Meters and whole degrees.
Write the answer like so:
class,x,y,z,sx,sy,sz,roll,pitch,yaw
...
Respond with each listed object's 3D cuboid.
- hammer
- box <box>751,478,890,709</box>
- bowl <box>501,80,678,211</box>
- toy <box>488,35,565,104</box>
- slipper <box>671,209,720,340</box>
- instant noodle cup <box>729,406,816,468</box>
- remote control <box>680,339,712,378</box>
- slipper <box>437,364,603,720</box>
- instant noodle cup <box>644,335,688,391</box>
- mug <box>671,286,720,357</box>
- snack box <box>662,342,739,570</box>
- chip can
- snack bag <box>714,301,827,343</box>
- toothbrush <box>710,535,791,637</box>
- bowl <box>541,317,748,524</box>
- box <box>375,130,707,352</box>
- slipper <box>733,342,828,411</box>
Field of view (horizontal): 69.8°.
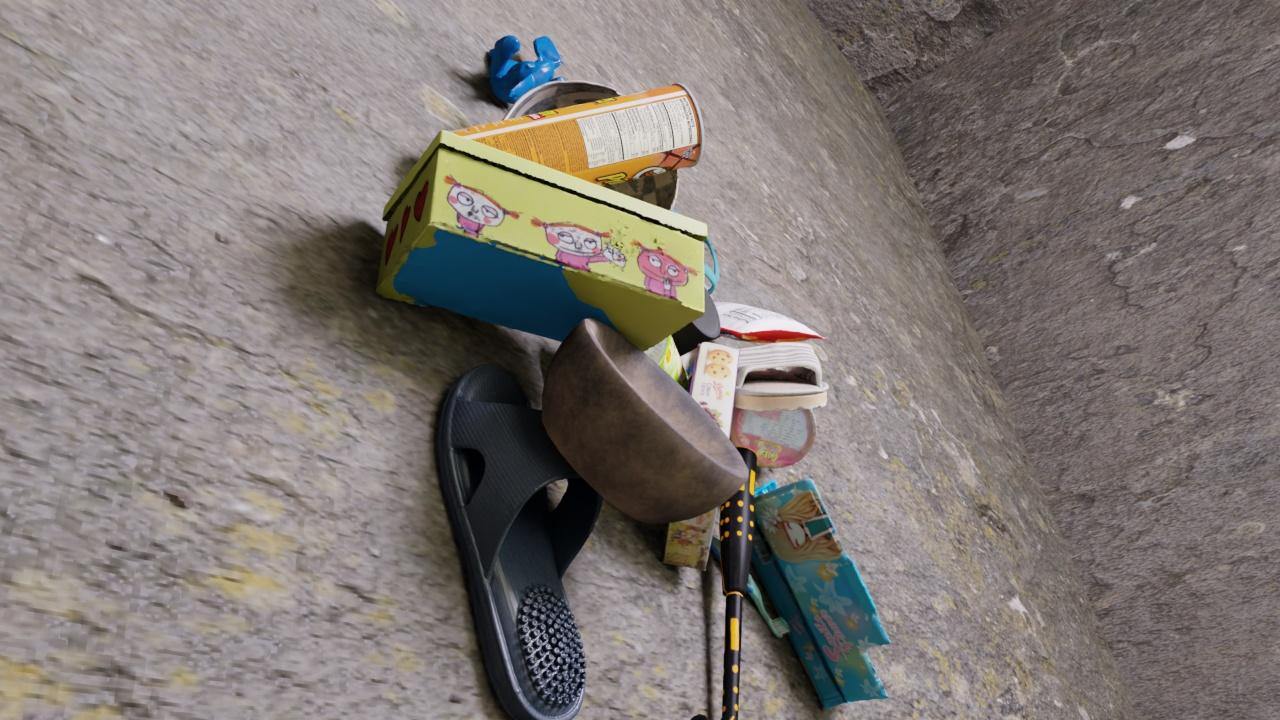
class,x,y,z,sx,sy,sz,roll,pitch,yaw
hammer,0.085,0.212,0.822,0.123,0.036,0.319,54,31,-38
box,0.171,0.235,0.929,0.227,0.086,0.169,64,-8,5
bowl,-0.060,-0.169,0.876,0.178,0.081,0.178,3,81,-18
toy,-0.113,-0.289,0.952,0.113,0.071,0.176,62,16,-4
slipper,0.036,-0.150,1.094,0.098,0.055,0.268,-21,82,-59
instant noodle cup,0.156,0.060,1.066,0.097,0.098,0.108,57,19,-8
remote control,0.055,-0.003,1.003,0.018,0.038,0.125,21,22,15
slipper,-0.071,0.109,0.629,0.101,0.083,0.263,20,48,-50
instant noodle cup,-0.005,0.005,0.820,0.108,0.099,0.098,54,21,-58
mug,0.011,-0.049,0.912,0.113,0.088,0.078,43,32,-31
snack box,0.054,0.084,0.819,0.143,0.040,0.148,-75,173,-53
chip can,-0.057,-0.183,0.797,0.214,0.075,0.075,-17,76,-19
snack bag,0.113,-0.042,1.018,0.143,0.131,0.039,2,101,-39
toothbrush,0.106,0.221,0.898,0.135,0.017,0.022,54,28,-14
bowl,-0.004,0.050,0.652,0.162,0.070,0.162,42,9,-9
box,-0.072,-0.077,0.680,0.220,0.125,0.082,16,62,-26
slipper,0.126,0.009,0.964,0.272,0.114,0.054,-123,-152,-81
